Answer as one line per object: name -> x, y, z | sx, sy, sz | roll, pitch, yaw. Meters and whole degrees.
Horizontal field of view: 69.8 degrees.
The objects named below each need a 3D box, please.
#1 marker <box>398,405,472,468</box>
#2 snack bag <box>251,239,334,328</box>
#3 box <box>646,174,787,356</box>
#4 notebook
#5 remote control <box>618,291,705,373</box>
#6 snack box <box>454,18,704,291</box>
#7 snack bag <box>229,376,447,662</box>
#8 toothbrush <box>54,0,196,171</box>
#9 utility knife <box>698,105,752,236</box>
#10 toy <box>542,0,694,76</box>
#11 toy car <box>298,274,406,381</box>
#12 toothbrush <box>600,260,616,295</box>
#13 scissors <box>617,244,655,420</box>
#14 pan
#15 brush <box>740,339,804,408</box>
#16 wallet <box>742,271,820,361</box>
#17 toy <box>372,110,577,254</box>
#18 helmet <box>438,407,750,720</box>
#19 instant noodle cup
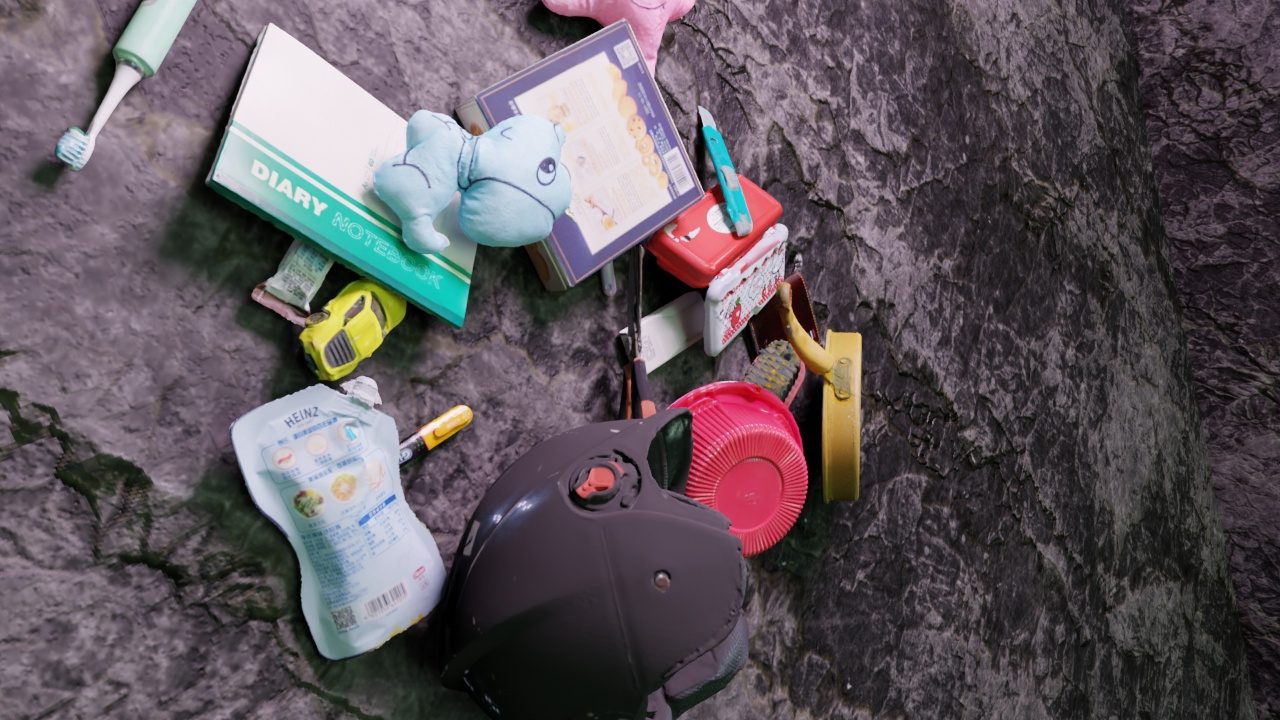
marker -> -0.177, 0.068, 0.706 | 0.123, 0.015, 0.018 | -35, 105, -40
snack bag -> -0.234, -0.076, 0.653 | 0.048, 0.026, 0.104 | 37, 62, -38
box -> 0.096, -0.107, 0.957 | 0.200, 0.074, 0.155 | -43, 107, -49
notebook -> -0.202, -0.130, 0.677 | 0.209, 0.012, 0.150 | 33, 48, -40
remote control -> 0.028, -0.029, 0.922 | 0.124, 0.024, 0.049 | -33, 108, -42
snack box -> -0.047, -0.184, 0.822 | 0.182, 0.046, 0.178 | -37, 112, -29
snack bag -> -0.206, 0.108, 0.647 | 0.110, 0.039, 0.191 | -25, 109, -30
toothbrush -> -0.312, -0.214, 0.588 | 0.027, 0.026, 0.224 | 52, 50, -57
utility knife -> 0.088, -0.201, 0.962 | 0.029, 0.013, 0.179 | 5, 56, -34
toy -> -0.017, -0.378, 0.870 | 0.194, 0.075, 0.178 | 33, 78, -42
toy car -> -0.201, -0.028, 0.664 | 0.105, 0.032, 0.048 | -57, 145, -42
toothbrush -> -0.041, -0.155, 0.867 | 0.021, 0.029, 0.189 | -41, 123, -82
scissors -> -0.001, 0.002, 0.834 | 0.015, 0.191, 0.207 | 1, 125, -17
pan -> 0.195, 0.024, 0.979 | 0.358, 0.078, 0.197 | 68, 26, -58
brush -> 0.132, 0.042, 0.994 | 0.145, 0.063, 0.069 | -55, 158, -28
wallet -> 0.163, -0.039, 1.068 | 0.122, 0.020, 0.096 | -33, 110, -40
toy -> -0.117, -0.138, 0.714 | 0.156, 0.050, 0.161 | 38, 70, -34
helmet -> -0.029, 0.165, 0.699 | 0.234, 0.230, 0.274 | 80, 15, -62
instant noodle cup -> 0.091, 0.120, 0.888 | 0.193, 0.066, 0.194 | -7, 106, -24
